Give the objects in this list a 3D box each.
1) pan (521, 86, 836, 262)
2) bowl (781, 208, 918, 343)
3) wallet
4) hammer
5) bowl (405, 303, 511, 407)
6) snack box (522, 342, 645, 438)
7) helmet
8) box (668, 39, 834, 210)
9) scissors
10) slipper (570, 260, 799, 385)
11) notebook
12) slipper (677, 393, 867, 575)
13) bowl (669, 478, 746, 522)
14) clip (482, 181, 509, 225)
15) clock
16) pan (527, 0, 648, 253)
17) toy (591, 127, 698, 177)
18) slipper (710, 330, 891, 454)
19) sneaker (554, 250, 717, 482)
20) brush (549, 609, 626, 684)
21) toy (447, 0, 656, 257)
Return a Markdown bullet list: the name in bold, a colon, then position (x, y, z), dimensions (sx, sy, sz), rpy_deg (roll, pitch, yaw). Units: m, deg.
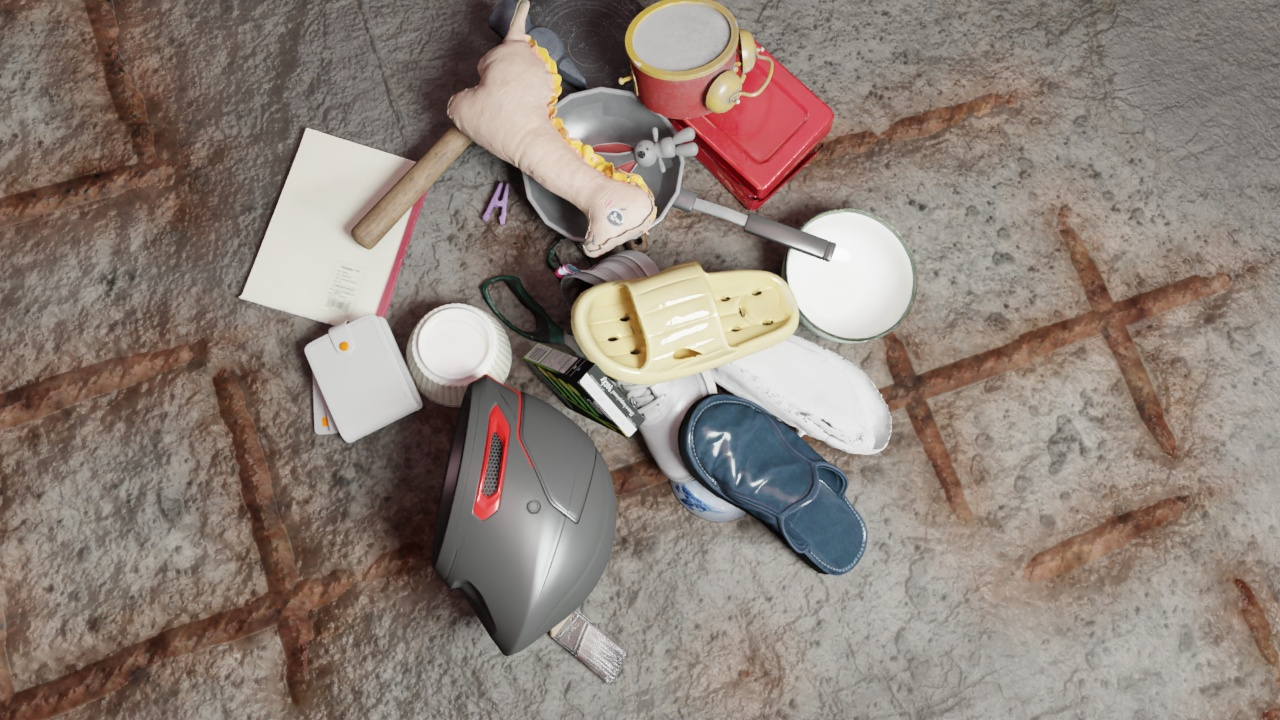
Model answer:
- **pan**: position (0.042, -0.179, 1.012), dimensions (0.357, 0.041, 0.178), rpy_deg (21, 85, 5)
- **bowl**: position (0.229, -0.089, 1.044), dimensions (0.153, 0.073, 0.153), rpy_deg (1, 78, -6)
- **wallet**: position (-0.306, 0.022, 0.968), dimensions (0.115, 0.037, 0.118), rpy_deg (-26, 83, 3)
- **hammer**: position (-0.201, -0.247, 1.018), dimensions (0.129, 0.040, 0.321), rpy_deg (41, 82, 1)
- **bowl**: position (-0.196, -0.011, 0.978), dimensions (0.115, 0.062, 0.115), rpy_deg (1, 78, -7)
- **snack box**: position (-0.061, 0.028, 0.933), dimensions (0.025, 0.148, 0.080), rpy_deg (-47, 116, -13)
- **helmet**: position (-0.108, 0.153, 0.903), dimensions (0.169, 0.165, 0.264), rpy_deg (14, 67, -15)
- **box**: position (0.125, -0.274, 1.053), dimensions (0.157, 0.112, 0.134), rpy_deg (44, 81, 3)
- **scissors**: position (-0.064, -0.051, 1.029), dimensions (0.210, 0.015, 0.142), rpy_deg (43, 75, 3)
- **slipper**: position (0.062, -0.046, 0.914), dimensions (0.260, 0.079, 0.111), rpy_deg (-11, 78, -28)
- **notebook**: position (-0.331, -0.142, 1.015), dimensions (0.153, 0.012, 0.208), rpy_deg (17, 77, -5)
- **slipper**: position (0.157, 0.128, 0.944), dimensions (0.265, 0.084, 0.108), rpy_deg (42, 68, -17)
- **bowl**: position (0.089, 0.117, 0.997), dimensions (0.114, 0.045, 0.114), rpy_deg (1, 78, -7)
- **clip**: position (-0.166, -0.177, 1.043), dimensions (0.042, 0.014, 0.052), rpy_deg (-9, 83, -7)
- **clock**: position (0.062, -0.311, 0.976), dimensions (0.159, 0.081, 0.116), rpy_deg (16, 64, 16)
- **pan**: position (-0.042, -0.288, 1.071), dimensions (0.207, 0.040, 0.356), rpy_deg (-14, 79, -10)
- **toy**: position (0.006, -0.222, 0.981), dimensions (0.112, 0.030, 0.049), rpy_deg (-12, 86, 12)
- **slipper**: position (0.168, 0.032, 1.009), dimensions (0.246, 0.075, 0.112), rpy_deg (28, 75, -9)
- **sneaker**: position (-0.006, 0.006, 0.957), dimensions (0.128, 0.097, 0.263), rpy_deg (-8, 74, -53)
- **brush**: position (-0.078, 0.277, 0.959), dimensions (0.151, 0.012, 0.038), rpy_deg (38, 76, 3)
- **toy**: position (-0.078, -0.240, 0.961), dimensions (0.264, 0.065, 0.196), rpy_deg (33, 96, 13)
